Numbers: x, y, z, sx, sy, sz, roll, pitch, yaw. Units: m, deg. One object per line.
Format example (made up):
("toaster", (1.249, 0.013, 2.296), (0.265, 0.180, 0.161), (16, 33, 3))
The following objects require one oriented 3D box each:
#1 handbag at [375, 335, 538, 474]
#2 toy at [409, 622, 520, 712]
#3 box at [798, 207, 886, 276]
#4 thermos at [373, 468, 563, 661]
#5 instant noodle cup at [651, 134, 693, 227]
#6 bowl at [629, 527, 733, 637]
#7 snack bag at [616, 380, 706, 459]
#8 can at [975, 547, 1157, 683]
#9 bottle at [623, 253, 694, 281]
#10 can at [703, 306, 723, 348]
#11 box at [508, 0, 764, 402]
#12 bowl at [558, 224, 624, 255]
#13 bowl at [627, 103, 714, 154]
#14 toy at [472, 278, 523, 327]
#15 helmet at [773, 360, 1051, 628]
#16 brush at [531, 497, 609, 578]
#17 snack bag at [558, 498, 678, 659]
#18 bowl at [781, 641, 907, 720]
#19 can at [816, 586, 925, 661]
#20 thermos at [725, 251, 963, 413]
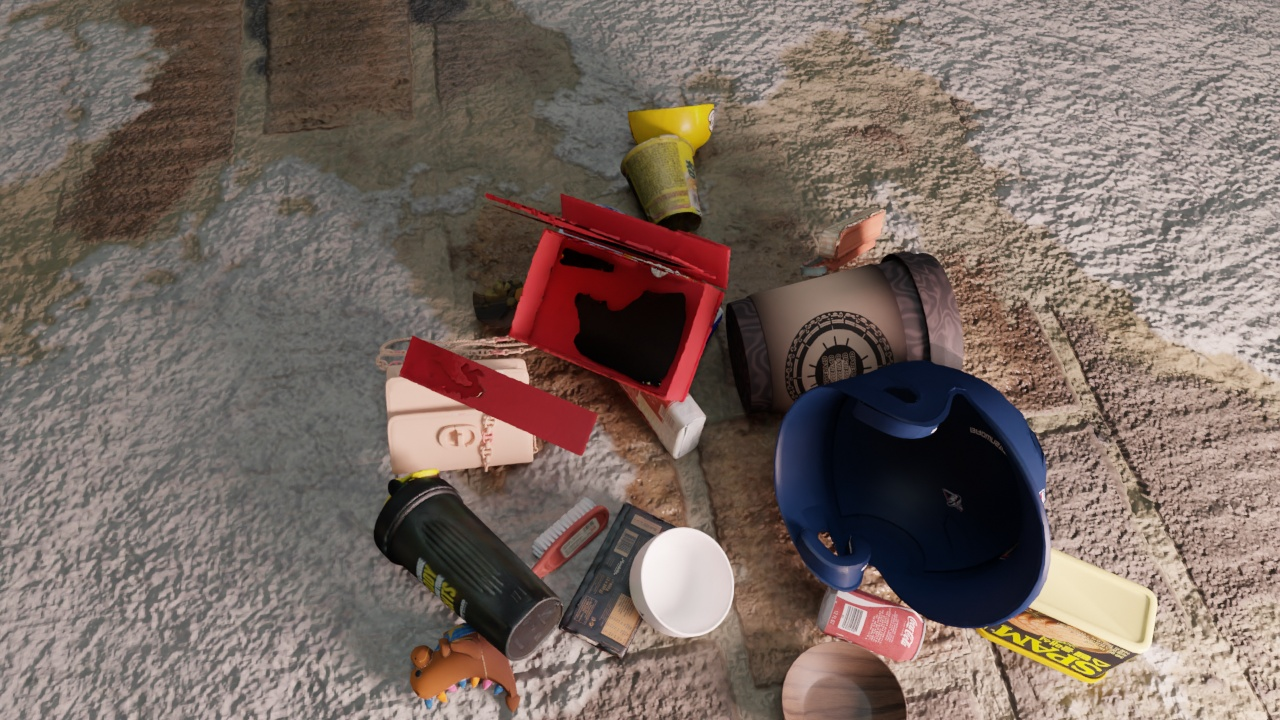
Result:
("handbag", (-0.194, 0.047, 1.042), (0.198, 0.117, 0.187), (-4, 17, -11))
("toy", (-0.168, 0.306, 0.880), (0.090, 0.071, 0.103), (-33, 87, -7))
("box", (0.250, -0.147, 1.118), (0.054, 0.079, 0.186), (55, 36, 5))
("thermos", (-0.173, 0.193, 0.892), (0.221, 0.098, 0.098), (33, 61, 32))
("instant noodle cup", (0.034, -0.220, 1.188), (0.102, 0.102, 0.108), (-12, 68, -10))
("bowl", (0.036, 0.224, 0.917), (0.104, 0.054, 0.104), (10, 65, -23))
("snack bag", (-0.006, 0.006, 1.050), (0.041, 0.078, 0.225), (-24, 62, -23))
("can", (0.415, 0.247, 0.901), (0.135, 0.104, 0.075), (23, 59, 11))
("bottle", (0.017, -0.122, 1.139), (0.109, 0.063, 0.063), (24, 60, 14))
("can", (0.066, -0.028, 1.100), (0.032, 0.032, 0.095), (26, 60, 13))
("box", (-0.009, -0.167, 0.929), (0.212, 0.411, 0.107), (22, 29, 23))
("bowl", (-0.069, -0.149, 1.126), (0.114, 0.045, 0.114), (-25, 48, 30))
("bowl", (0.043, -0.310, 1.245), (0.117, 0.068, 0.117), (-5, 15, 1))
("toy", (-0.150, -0.073, 1.098), (0.100, 0.063, 0.076), (-9, 38, 12))
("helmet", (0.288, 0.124, 0.890), (0.222, 0.233, 0.272), (-5, 38, -27))
("brush", (-0.103, 0.205, 0.946), (0.172, 0.041, 0.030), (-40, 50, -22))
("snack bag", (-0.017, 0.224, 0.946), (0.074, 0.018, 0.154), (25, 61, 11))
("bowl", (0.192, 0.333, 0.879), (0.119, 0.032, 0.119), (1, 58, -2))
("can", (0.229, 0.261, 0.914), (0.096, 0.054, 0.053), (19, 59, 9))
("thermos", (0.220, -0.022, 1.033), (0.226, 0.173, 0.172), (-10, 59, -2))
